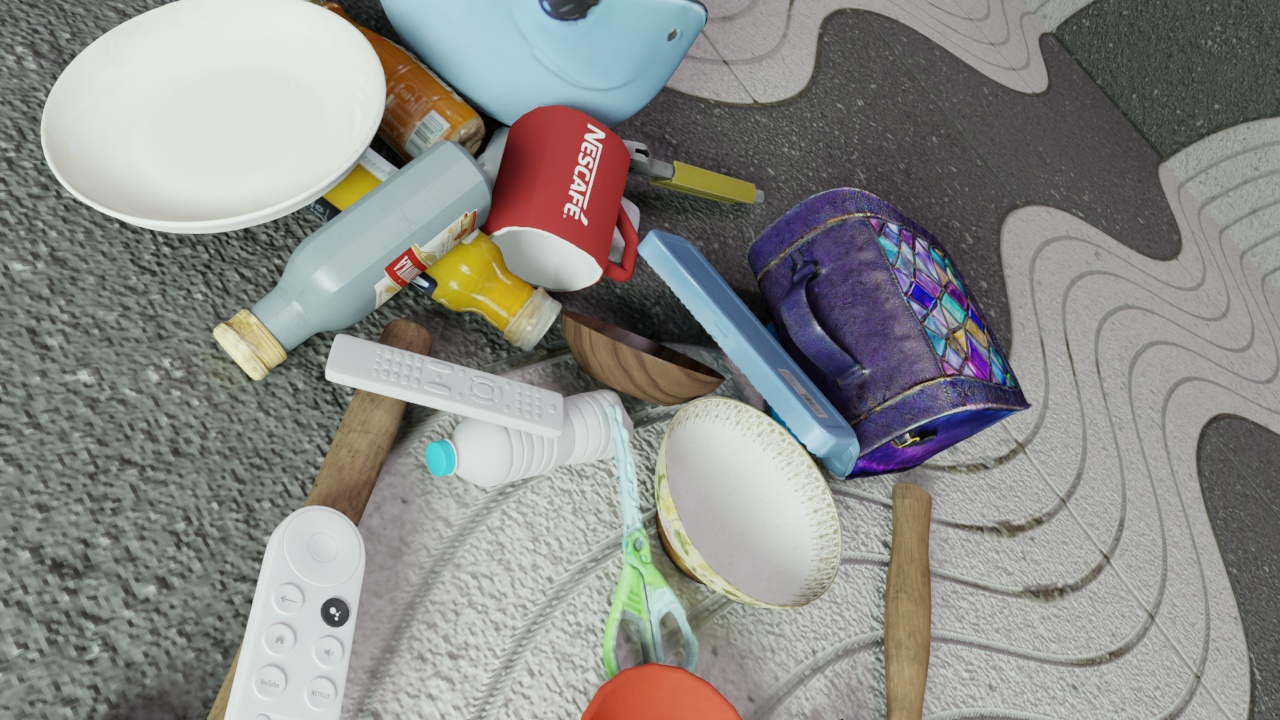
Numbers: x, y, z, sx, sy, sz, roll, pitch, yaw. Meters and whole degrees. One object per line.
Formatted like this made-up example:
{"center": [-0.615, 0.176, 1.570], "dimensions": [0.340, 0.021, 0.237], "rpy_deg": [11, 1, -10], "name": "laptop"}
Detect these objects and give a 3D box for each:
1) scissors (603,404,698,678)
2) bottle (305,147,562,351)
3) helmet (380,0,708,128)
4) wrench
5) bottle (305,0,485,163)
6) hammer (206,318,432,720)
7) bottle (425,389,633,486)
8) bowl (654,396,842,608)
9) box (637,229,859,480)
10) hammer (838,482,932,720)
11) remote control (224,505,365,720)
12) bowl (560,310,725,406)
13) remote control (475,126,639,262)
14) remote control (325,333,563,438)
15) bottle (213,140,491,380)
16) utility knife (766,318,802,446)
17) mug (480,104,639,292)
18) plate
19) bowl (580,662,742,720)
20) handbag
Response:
{"center": [-0.003, 0.108, 0.538], "dimensions": [0.065, 0.034, 0.174], "rpy_deg": [0, 69, -32], "name": "scissors"}
{"center": [-0.135, -0.074, 0.582], "dimensions": [0.186, 0.053, 0.053], "rpy_deg": [37, 40, -10], "name": "bottle"}
{"center": [-0.089, -0.265, 0.678], "dimensions": [0.265, 0.167, 0.225], "rpy_deg": [23, 15, -40], "name": "helmet"}
{"center": [0.033, -0.157, 0.780], "dimensions": [0.272, 0.084, 0.018], "rpy_deg": [0, 95, -51], "name": "wrench"}
{"center": [-0.186, -0.199, 0.642], "dimensions": [0.167, 0.059, 0.059], "rpy_deg": [43, 40, 2], "name": "bottle"}
{"center": [-0.155, 0.093, 0.440], "dimensions": [0.129, 0.040, 0.320], "rpy_deg": [32, 40, -21], "name": "hammer"}
{"center": [-0.064, 0.047, 0.547], "dimensions": [0.136, 0.044, 0.044], "rpy_deg": [-9, 63, -44], "name": "bottle"}
{"center": [0.057, 0.100, 0.591], "dimensions": [0.145, 0.063, 0.145], "rpy_deg": [23, 45, -25], "name": "bowl"}
{"center": [0.082, -0.009, 0.661], "dimensions": [0.209, 0.039, 0.126], "rpy_deg": [53, 7, 26], "name": "box"}
{"center": [0.182, 0.200, 0.639], "dimensions": [0.132, 0.040, 0.304], "rpy_deg": [38, 39, -14], "name": "hammer"}
{"center": [-0.144, 0.123, 0.384], "dimensions": [0.043, 0.013, 0.136], "rpy_deg": [28, 42, -32], "name": "remote control"}
{"center": [-0.004, 0.004, 0.618], "dimensions": [0.119, 0.032, 0.119], "rpy_deg": [22, 6, -3], "name": "bowl"}
{"center": [-0.062, -0.129, 0.714], "dimensions": [0.138, 0.026, 0.060], "rpy_deg": [29, 42, -16], "name": "remote control"}
{"center": [-0.105, 0.016, 0.503], "dimensions": [0.131, 0.012, 0.033], "rpy_deg": [16, 35, -18], "name": "remote control"}
{"center": [-0.155, -0.053, 0.503], "dimensions": [0.161, 0.072, 0.046], "rpy_deg": [-43, 91, -20], "name": "bottle"}
{"center": [0.117, 0.008, 0.760], "dimensions": [0.031, 0.015, 0.197], "rpy_deg": [29, 42, -23], "name": "utility knife"}
{"center": [-0.047, -0.104, 0.644], "dimensions": [0.116, 0.081, 0.096], "rpy_deg": [28, 62, -34], "name": "mug"}
{"center": [-0.235, -0.137, 0.520], "dimensions": [0.182, 0.034, 0.182], "rpy_deg": [1, 58, -2], "name": "plate"}
{"center": [0.010, 0.221, 0.470], "dimensions": [0.122, 0.035, 0.121], "rpy_deg": [23, 45, -25], "name": "bowl"}
{"center": [0.189, -0.018, 0.745], "dimensions": [0.221, 0.126, 0.204], "rpy_deg": [10, 53, -45], "name": "handbag"}
